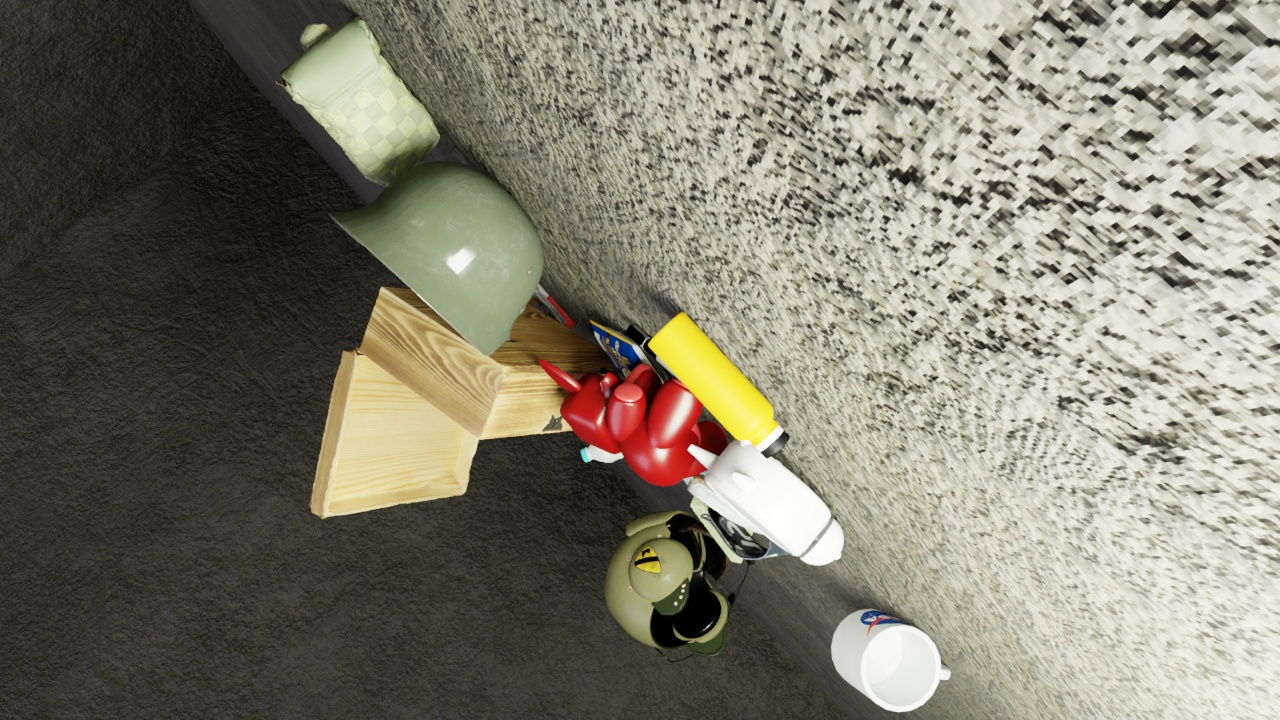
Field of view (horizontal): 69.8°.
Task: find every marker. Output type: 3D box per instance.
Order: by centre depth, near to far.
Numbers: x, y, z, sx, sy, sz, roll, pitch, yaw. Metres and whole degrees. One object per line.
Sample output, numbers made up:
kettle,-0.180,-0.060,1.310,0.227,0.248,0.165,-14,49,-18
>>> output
marker,0.034,0.005,0.971,0.140,0.016,0.016,41,169,34
marker,-0.148,-0.103,1.365,0.142,0.012,0.013,48,171,-4

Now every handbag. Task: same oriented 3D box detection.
handbag,-0.317,-0.293,1.037,0.117,0.113,0.186,49,176,44

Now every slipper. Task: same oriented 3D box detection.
slipper,0.125,0.206,1.143,0.111,0.063,0.264,34,176,31

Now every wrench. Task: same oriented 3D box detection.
wrench,-0.191,-0.148,1.296,0.273,0.010,0.070,52,169,-25

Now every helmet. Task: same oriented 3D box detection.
helmet,-0.198,-0.129,1.032,0.227,0.153,0.268,39,173,23
helmet,0.060,0.375,1.608,0.233,0.255,0.250,33,162,46

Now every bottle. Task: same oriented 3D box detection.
bottle,0.070,0.024,0.797,0.143,0.043,0.043,47,171,3
bottle,-0.017,0.108,1.270,0.044,0.136,0.044,-20,-91,-85

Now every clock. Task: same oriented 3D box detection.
clock,0.135,0.134,0.932,0.161,0.073,0.125,43,173,-22

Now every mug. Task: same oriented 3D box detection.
mug,0.288,0.338,1.032,0.121,0.091,0.090,15,175,-8

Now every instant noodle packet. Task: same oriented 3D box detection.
instant noodle packet,-0.007,0.007,1.137,0.087,0.026,0.134,30,160,48

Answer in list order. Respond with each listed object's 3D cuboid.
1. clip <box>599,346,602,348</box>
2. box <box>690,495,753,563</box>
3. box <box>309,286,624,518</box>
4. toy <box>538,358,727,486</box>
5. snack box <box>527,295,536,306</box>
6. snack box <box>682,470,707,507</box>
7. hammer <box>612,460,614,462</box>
clip,-0.038,0.005,1.295,0.061,0.025,0.049,29,166,41
box,0.105,0.232,1.404,0.098,0.082,0.188,6,146,36
box,-0.249,0.087,1.240,0.287,0.337,0.278,33,-162,28
toy,-0.010,0.063,1.056,0.197,0.120,0.158,21,160,32
snack box,-0.219,-0.099,1.470,0.040,0.088,0.126,46,171,11
snack box,0.086,0.150,1.236,0.175,0.053,0.075,51,171,-33
hammer,-0.093,0.077,1.655,0.162,0.083,0.318,45,171,14
